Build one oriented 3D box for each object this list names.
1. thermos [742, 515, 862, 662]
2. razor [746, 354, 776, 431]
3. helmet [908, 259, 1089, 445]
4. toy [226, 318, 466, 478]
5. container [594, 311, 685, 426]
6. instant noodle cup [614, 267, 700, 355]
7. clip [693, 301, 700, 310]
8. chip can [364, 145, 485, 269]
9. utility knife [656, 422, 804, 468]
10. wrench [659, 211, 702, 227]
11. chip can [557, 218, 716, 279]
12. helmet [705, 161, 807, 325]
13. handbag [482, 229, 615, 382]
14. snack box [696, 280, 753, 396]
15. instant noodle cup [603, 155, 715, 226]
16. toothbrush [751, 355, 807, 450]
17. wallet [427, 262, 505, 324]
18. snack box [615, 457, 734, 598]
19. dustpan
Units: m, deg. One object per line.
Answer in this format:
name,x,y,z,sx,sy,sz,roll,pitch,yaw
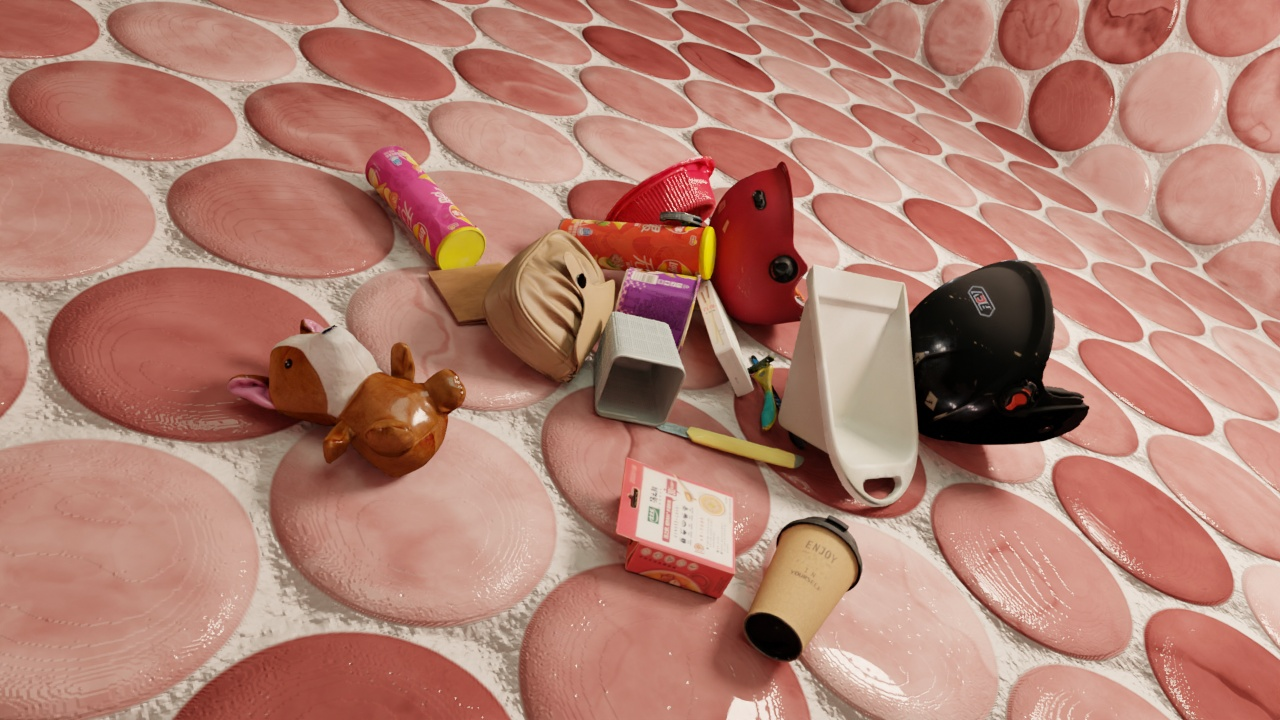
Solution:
thermos,0.159,0.225,0.909,0.093,0.093,0.142,33,42,13
razor,0.163,0.048,1.201,0.028,0.043,0.132,45,28,-29
helmet,0.465,-0.006,1.254,0.230,0.275,0.233,-7,48,3
toy,-0.281,0.027,0.885,0.200,0.131,0.139,24,38,17
container,-0.007,0.006,1.102,0.090,0.090,0.111,12,31,-15
instant noodle cup,0.019,-0.070,1.214,0.099,0.112,0.111,14,34,1
clip,0.038,-0.092,1.324,0.103,0.092,0.035,43,15,-42
chip can,-0.291,-0.204,1.228,0.071,0.072,0.210,-13,48,-42
utility knife,0.107,0.099,1.107,0.196,0.020,0.030,20,30,-9
wrench,0.075,-0.188,1.358,0.056,0.016,0.273,7,-1,11
chip can,-0.006,-0.156,1.268,0.217,0.073,0.073,7,30,17
helmet,0.159,-0.158,1.321,0.144,0.240,0.206,-12,36,3
handbag,-0.100,-0.074,1.121,0.148,0.100,0.204,51,30,-17
snack box,0.112,-0.032,1.235,0.027,0.085,0.156,-24,38,9
instant noodle cup,0.041,-0.225,1.381,0.193,0.194,0.066,-21,78,-47
toothbrush,0.182,0.050,1.222,0.014,0.016,0.189,13,34,-26
wallet,-0.201,-0.085,1.169,0.115,0.020,0.101,-9,47,-35
snack box,0.031,0.170,0.939,0.127,0.044,0.113,20,35,-8
dustpan,0.287,0.036,1.136,0.222,0.258,0.143,3,19,-45
